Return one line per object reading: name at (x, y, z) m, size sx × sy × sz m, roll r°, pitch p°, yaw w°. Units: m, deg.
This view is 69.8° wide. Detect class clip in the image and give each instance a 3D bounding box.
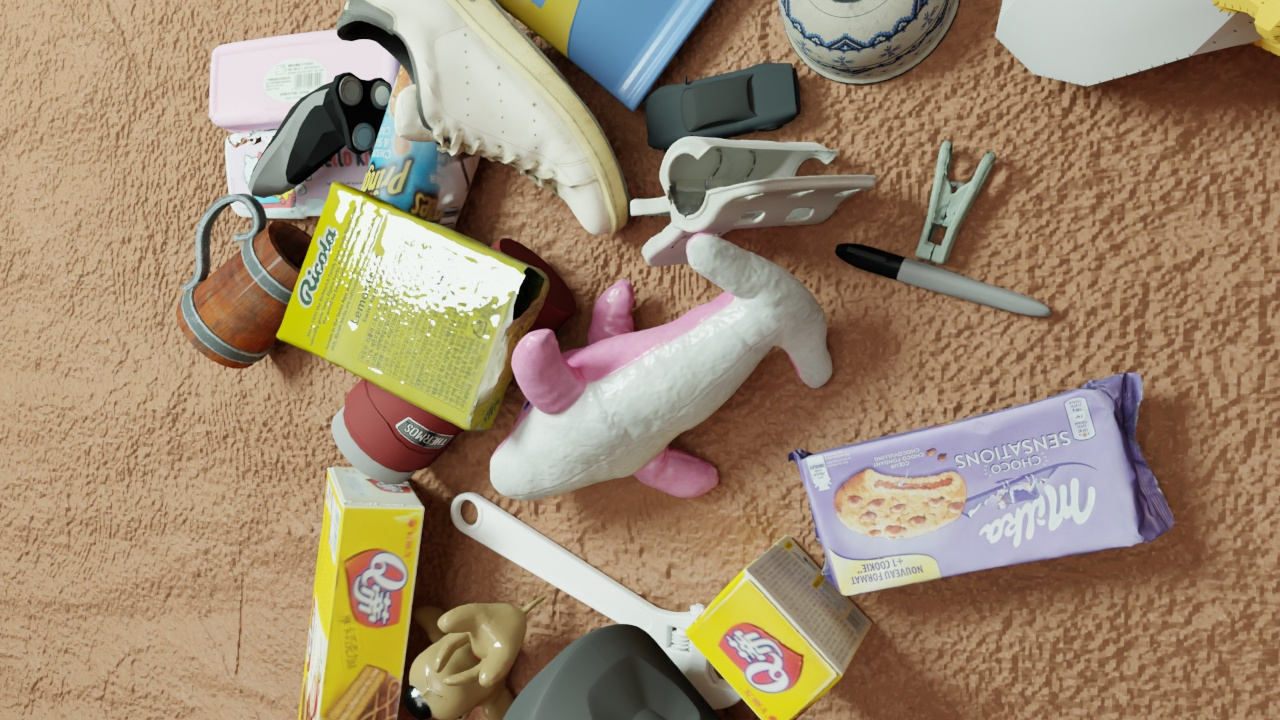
clip at (0.057, -0.113, 0.590) m, size 0.152 × 0.125 × 0.091 m, roll -3°, pitch 94°, yaw 49°
clip at (0.194, -0.098, 0.576) m, size 0.035 × 0.023 × 0.074 m, roll 20°, pitch 102°, yaw 20°

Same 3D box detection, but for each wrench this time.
wrench at (-0.037, 0.171, 0.692) m, size 0.273 × 0.018 × 0.066 m, roll 26°, pitch 102°, yaw 22°

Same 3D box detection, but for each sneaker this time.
sneaker at (-0.108, -0.167, 0.622) m, size 0.102 × 0.089 × 0.241 m, roll -43°, pitch 102°, yaw -8°

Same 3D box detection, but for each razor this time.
razor at (-0.259, -0.172, 0.721) m, size 0.157 × 0.057 × 0.060 m, roll -18°, pitch 87°, yaw 33°

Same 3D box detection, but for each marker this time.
marker at (0.189, -0.051, 0.580) m, size 0.139 × 0.022 × 0.016 m, roll 21°, pitch 95°, yaw 23°

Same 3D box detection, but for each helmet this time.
helmet at (-0.016, 0.298, 0.606) m, size 0.170 × 0.163 × 0.265 m, roll 6°, pitch 112°, yaw 40°

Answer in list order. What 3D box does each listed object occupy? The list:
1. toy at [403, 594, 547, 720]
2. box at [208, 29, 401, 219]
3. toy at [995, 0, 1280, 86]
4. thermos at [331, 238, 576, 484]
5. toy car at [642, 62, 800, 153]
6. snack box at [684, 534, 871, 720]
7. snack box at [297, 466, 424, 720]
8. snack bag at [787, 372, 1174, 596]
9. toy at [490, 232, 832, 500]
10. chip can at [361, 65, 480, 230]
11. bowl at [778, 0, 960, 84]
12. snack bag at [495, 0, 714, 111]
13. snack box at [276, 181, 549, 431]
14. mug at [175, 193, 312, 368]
toy at (-0.125, 0.224, 0.690) m, size 0.134 × 0.105 × 0.108 m, roll 49°, pitch 131°, yaw 15°
box at (-0.277, -0.196, 0.768) m, size 0.201 × 0.044 × 0.154 m, roll 3°, pitch 94°, yaw 23°
toy at (0.292, -0.252, 0.472) m, size 0.247 × 0.140 × 0.267 m, roll -41°, pitch 51°, yaw 37°
thermos at (-0.147, -0.004, 0.703) m, size 0.199 × 0.084 × 0.108 m, roll -43°, pitch 45°, yaw 17°
toy car at (0.053, -0.173, 0.628) m, size 0.112 × 0.034 × 0.046 m, roll -6°, pitch 90°, yaw 24°
snack box at (0.090, 0.171, 0.586) m, size 0.083 × 0.105 × 0.061 m, roll 45°, pitch 108°, yaw 16°
snack box at (-0.224, 0.208, 0.723) m, size 0.110 × 0.061 × 0.230 m, roll -159°, pitch 76°, yaw -64°
snack bag at (0.203, 0.077, 0.561) m, size 0.206 × 0.058 × 0.096 m, roll -16°, pitch 89°, yaw 21°
toy at (-0.004, 0.004, 0.630) m, size 0.266 × 0.186 × 0.127 m, roll -32°, pitch 39°, yaw 24°
chip can at (-0.164, -0.153, 0.701) m, size 0.080 × 0.079 × 0.230 m, roll 24°, pitch 99°, yaw 21°
bowl at (0.138, -0.238, 0.574) m, size 0.116 × 0.059 × 0.115 m, roll 1°, pitch 92°, yaw 24°
snack bag at (-0.037, -0.298, 0.634) m, size 0.205 × 0.102 × 0.159 m, roll 41°, pitch 107°, yaw 6°
snack box at (-0.155, -0.037, 0.633) m, size 0.181 × 0.045 × 0.121 m, roll 24°, pitch 96°, yaw 21°
mug at (-0.333, -0.071, 0.774) m, size 0.111 × 0.081 × 0.117 m, roll -38°, pitch 95°, yaw 17°
